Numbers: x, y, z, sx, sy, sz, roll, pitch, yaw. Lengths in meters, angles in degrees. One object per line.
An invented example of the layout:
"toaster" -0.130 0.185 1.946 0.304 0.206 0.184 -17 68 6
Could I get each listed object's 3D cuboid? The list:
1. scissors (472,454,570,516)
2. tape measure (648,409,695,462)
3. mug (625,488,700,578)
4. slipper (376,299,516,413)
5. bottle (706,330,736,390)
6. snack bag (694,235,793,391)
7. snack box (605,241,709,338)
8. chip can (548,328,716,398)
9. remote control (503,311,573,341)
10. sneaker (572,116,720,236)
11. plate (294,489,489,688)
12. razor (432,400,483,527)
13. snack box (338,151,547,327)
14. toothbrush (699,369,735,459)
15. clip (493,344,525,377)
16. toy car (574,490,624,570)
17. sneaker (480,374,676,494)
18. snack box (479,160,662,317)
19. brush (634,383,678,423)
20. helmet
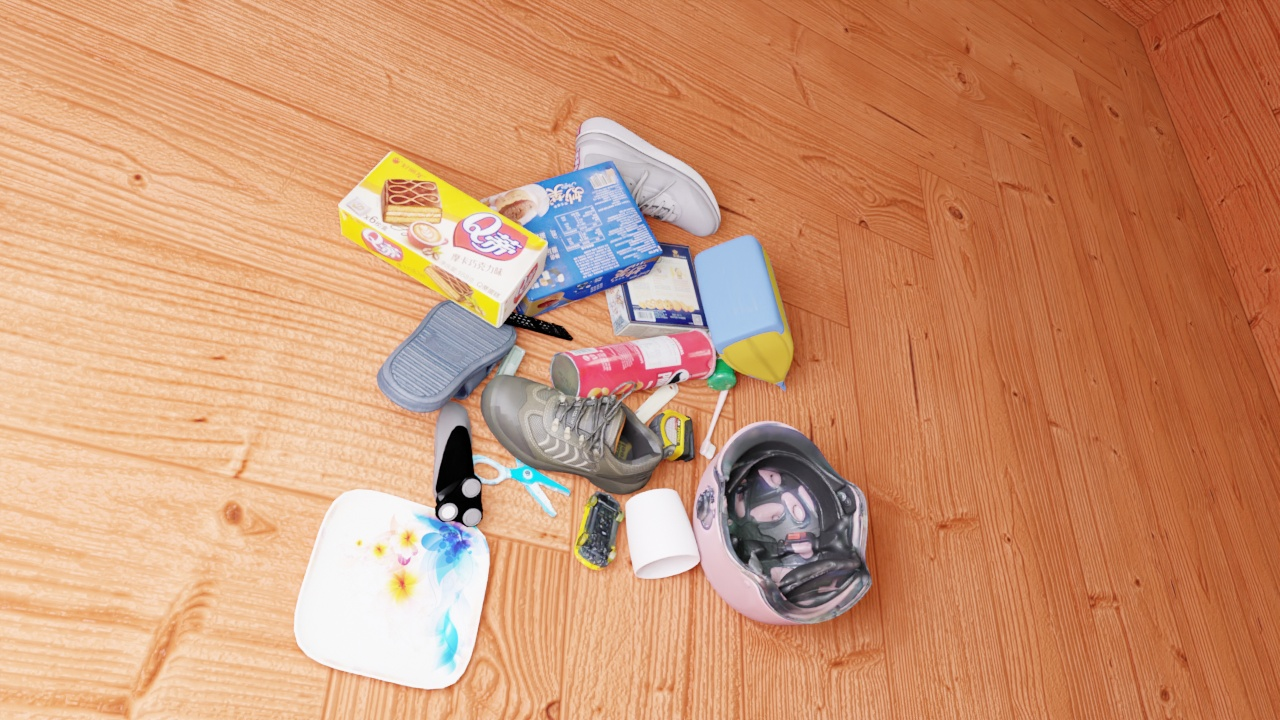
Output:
"scissors" -0.138 0.126 1.106 0.140 0.013 0.114 25 51 -18
"tape measure" 0.039 0.101 1.224 0.064 0.037 0.065 12 58 -30
"mug" 0.031 0.217 1.135 0.114 0.081 0.087 37 33 -54
"slipper" -0.231 0.006 1.057 0.101 0.083 0.262 36 26 -1
"bottle" 0.112 -0.011 1.334 0.043 0.043 0.110 16 51 -27
"snack bag" 0.164 -0.060 1.325 0.205 0.102 0.158 45 30 -56
"snack box" 0.019 -0.103 1.325 0.144 0.043 0.145 3 63 -33
"chip can" -0.007 0.007 1.224 0.232 0.073 0.073 -10 71 -37
"remote control" -0.143 -0.048 1.170 0.140 0.009 0.030 15 25 -48
"sneaker" 0.005 -0.245 1.374 0.263 0.097 0.128 30 62 -19
"plate" -0.254 0.237 0.955 0.187 0.016 0.186 23 53 -23
"razor" -0.209 0.112 1.038 0.057 0.060 0.156 21 33 -35
"snack box" -0.236 -0.148 1.110 0.230 0.062 0.109 31 59 4
"toothbrush" 0.116 0.066 1.315 0.018 0.016 0.180 38 49 -20
"clip" -0.164 0.014 1.130 0.023 0.049 0.078 30 44 -15
"toy car" -0.050 0.204 1.107 0.049 0.030 0.106 32 39 -14
"sneaker" -0.065 0.079 1.075 0.238 0.143 0.100 27 57 -19
"snack box" -0.097 -0.163 1.229 0.202 0.069 0.155 -23 79 -25
"brush" -0.010 0.085 1.220 0.033 0.012 0.217 49 46 0
"helmet" 0.166 0.213 1.168 0.229 0.153 0.255 -4 68 -29
